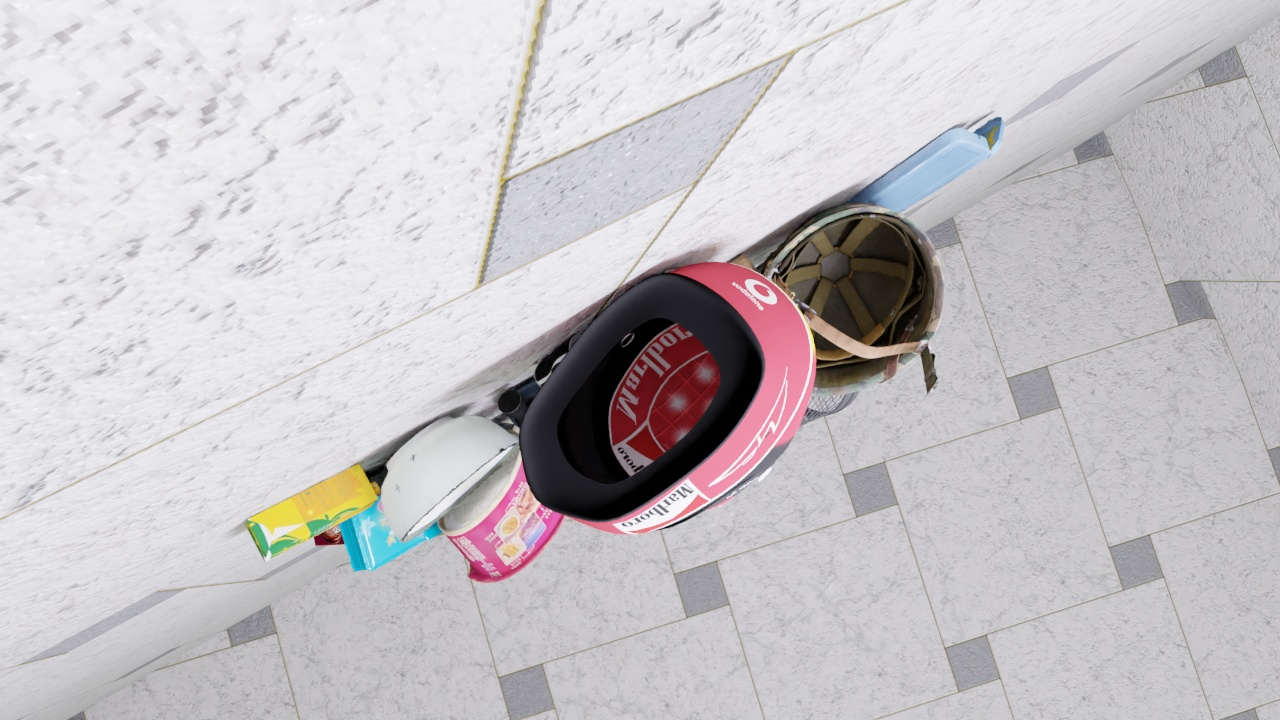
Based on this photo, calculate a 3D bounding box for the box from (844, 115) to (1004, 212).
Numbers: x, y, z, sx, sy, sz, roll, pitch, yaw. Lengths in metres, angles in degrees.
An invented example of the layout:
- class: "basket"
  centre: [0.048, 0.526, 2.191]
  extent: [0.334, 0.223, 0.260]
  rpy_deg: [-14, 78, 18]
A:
- class: "box"
  centre: [0.311, -0.200, 1.042]
  extent: [0.121, 0.047, 0.210]
  rpy_deg: [-25, 175, -40]

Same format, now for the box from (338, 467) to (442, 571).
- class: "box"
  centre: [-0.289, 0.161, 1.099]
  extent: [0.117, 0.097, 0.226]
  rpy_deg: [-6, -169, 34]

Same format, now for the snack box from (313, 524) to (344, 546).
- class: "snack box"
  centre: [-0.326, 0.201, 1.204]
  extent: [0.133, 0.036, 0.151]
  rpy_deg: [-7, -176, 23]

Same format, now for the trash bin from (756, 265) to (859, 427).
- class: "trash bin"
  centre: [0.124, 0.008, 1.166]
  extent: [0.226, 0.217, 0.218]
  rpy_deg: [-23, 173, -28]

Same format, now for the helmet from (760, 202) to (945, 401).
- class: "helmet"
  centre: [0.219, -0.058, 0.986]
  extent: [0.236, 0.192, 0.224]
  rpy_deg: [-87, -158, -75]

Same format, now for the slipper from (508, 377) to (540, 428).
- class: "slipper"
  centre: [-0.095, 0.051, 1.130]
  extent: [0.101, 0.082, 0.263]
  rpy_deg: [-34, 156, 11]

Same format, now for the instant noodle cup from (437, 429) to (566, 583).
- class: "instant noodle cup"
  centre: [-0.159, 0.155, 1.047]
  extent: [0.179, 0.077, 0.178]
  rpy_deg: [-35, -150, 23]

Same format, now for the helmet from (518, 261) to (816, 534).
- class: "helmet"
  centre: [0.036, 0.038, 0.839]
  extent: [0.271, 0.197, 0.224]
  rpy_deg: [-46, 161, 3]

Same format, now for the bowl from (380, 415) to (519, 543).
- class: "bowl"
  centre: [-0.204, 0.109, 0.934]
  extent: [0.153, 0.073, 0.153]
  rpy_deg: [-41, 177, -3]

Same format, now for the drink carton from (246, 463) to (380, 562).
- class: "drink carton"
  centre: [-0.324, 0.150, 0.915]
  extent: [0.122, 0.041, 0.058]
  rpy_deg: [-27, 175, -28]

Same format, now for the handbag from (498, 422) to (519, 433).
- class: "handbag"
  centre: [-0.151, 0.117, 1.276]
  extent: [0.123, 0.112, 0.172]
  rpy_deg: [-63, -166, -8]

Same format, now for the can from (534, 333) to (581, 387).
- class: "can"
  centre: [-0.075, 0.002, 0.909]
  extent: [0.031, 0.031, 0.081]
  rpy_deg: [-27, 175, -39]

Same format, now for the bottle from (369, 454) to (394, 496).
- class: "bottle"
  centre: [-0.247, 0.117, 1.013]
  extent: [0.112, 0.047, 0.047]
  rpy_deg: [-26, 174, -41]

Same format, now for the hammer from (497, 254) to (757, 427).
- class: "hammer"
  centre: [-0.001, -0.011, 1.001]
  extent: [0.305, 0.040, 0.132]
  rpy_deg: [-36, 146, 2]
